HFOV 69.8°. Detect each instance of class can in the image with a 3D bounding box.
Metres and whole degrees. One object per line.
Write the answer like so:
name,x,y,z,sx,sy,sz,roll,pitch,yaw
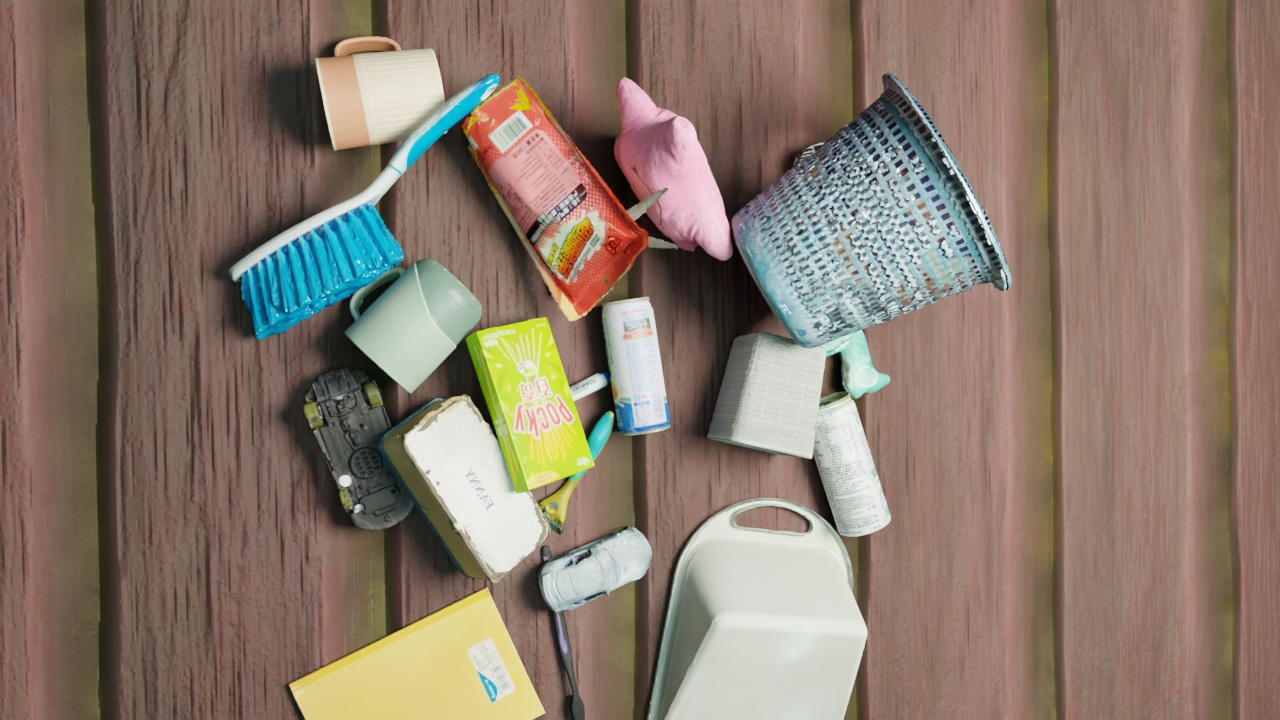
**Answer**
can,0.218,0.110,0.976,0.058,0.058,0.147,-20,95,-12
can,-0.005,0.005,0.924,0.053,0.053,0.134,-9,93,-13

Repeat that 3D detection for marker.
marker,-0.097,0.048,0.922,0.145,0.017,0.017,-26,96,-12

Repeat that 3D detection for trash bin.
trash bin,0.202,-0.120,0.865,0.195,0.226,0.226,-29,98,15

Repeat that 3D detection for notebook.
notebook,-0.216,0.333,0.901,0.206,0.010,0.146,-25,96,-12

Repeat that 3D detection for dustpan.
dustpan,0.126,0.290,0.983,0.222,0.142,0.258,8,118,-13

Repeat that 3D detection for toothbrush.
toothbrush,-0.080,0.280,0.934,0.014,0.017,0.189,-11,90,-25

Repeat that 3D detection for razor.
razor,-0.063,0.109,0.925,0.043,0.028,0.132,30,87,14

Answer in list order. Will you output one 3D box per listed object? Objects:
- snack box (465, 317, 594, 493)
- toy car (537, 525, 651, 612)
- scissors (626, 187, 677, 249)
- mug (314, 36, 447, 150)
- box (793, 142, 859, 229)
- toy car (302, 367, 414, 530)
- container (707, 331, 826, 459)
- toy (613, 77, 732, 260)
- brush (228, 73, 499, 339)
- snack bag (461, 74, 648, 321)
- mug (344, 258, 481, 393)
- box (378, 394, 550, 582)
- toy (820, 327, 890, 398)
snack box,-0.105,0.041,0.879,0.085,0.026,0.156,-15,85,-43
toy car,-0.044,0.211,0.926,0.120,0.037,0.054,-21,94,-19
scissors,-0.039,-0.117,0.877,0.014,0.178,0.160,-13,135,-47
mug,-0.244,-0.256,0.858,0.105,0.082,0.114,-11,64,-15
box,0.206,-0.150,0.973,0.070,0.056,0.164,-17,94,-28
toy car,-0.266,0.084,0.869,0.070,0.042,0.158,-20,93,-15
container,0.132,0.035,0.941,0.090,0.090,0.114,14,85,-14
toy,0.025,-0.176,0.886,0.074,0.178,0.195,-34,132,-9
brush,-0.242,-0.137,0.835,0.315,0.060,0.109,-28,88,6
snack bag,-0.084,-0.153,0.863,0.073,0.129,0.208,-27,80,-50
mug,-0.219,-0.044,0.866,0.112,0.082,0.106,39,81,20
box,-0.167,0.115,0.865,0.089,0.061,0.184,-36,103,-35
toy,0.225,-0.003,0.988,0.096,0.030,0.092,-18,92,-33
